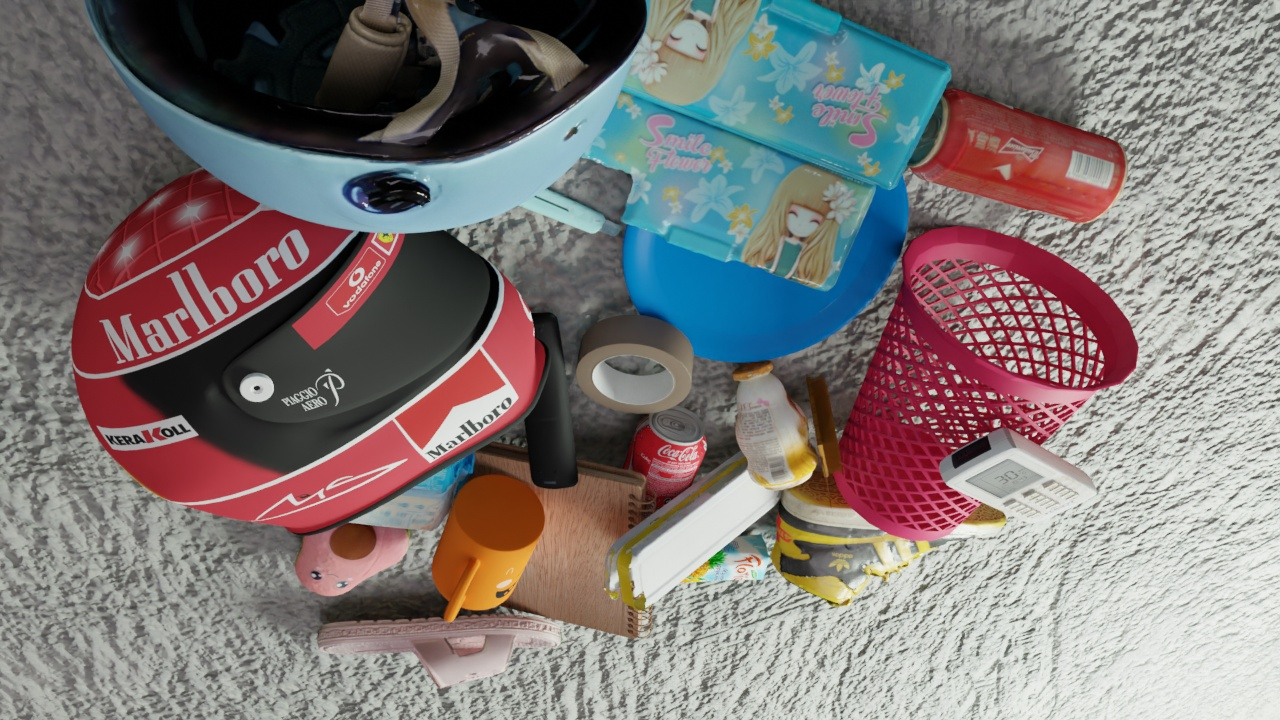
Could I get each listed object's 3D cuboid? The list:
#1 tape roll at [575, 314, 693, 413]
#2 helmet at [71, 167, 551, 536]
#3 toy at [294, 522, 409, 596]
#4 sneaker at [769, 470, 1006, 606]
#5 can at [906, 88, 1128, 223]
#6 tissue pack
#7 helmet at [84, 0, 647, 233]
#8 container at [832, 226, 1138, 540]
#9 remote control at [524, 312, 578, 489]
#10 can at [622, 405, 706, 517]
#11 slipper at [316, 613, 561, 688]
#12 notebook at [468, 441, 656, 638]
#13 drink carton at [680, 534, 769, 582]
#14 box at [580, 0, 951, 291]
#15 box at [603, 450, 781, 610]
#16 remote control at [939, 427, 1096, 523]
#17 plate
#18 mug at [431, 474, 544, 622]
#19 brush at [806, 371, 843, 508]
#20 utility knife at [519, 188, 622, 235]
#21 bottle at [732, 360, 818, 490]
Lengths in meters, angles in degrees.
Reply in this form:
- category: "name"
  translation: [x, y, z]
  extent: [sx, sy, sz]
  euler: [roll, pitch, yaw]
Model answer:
- category: "tape roll"
  translation: [-0.004, 0.004, 0.746]
  extent: [0.094, 0.030, 0.094]
  euler: [5, 142, 3]
- category: "helmet"
  translation: [-0.223, -0.021, 0.595]
  extent: [0.271, 0.197, 0.225]
  euler: [-28, 129, 0]
- category: "toy"
  translation: [-0.264, 0.170, 0.828]
  extent: [0.090, 0.051, 0.110]
  euler: [27, 119, -27]
- category: "sneaker"
  translation: [0.240, 0.182, 0.912]
  extent: [0.238, 0.086, 0.122]
  euler: [8, 113, -12]
- category: "can"
  translation: [0.276, -0.150, 0.679]
  extent: [0.170, 0.067, 0.067]
  euler: [10, 125, -19]
- category: "tissue pack"
  translation: [-0.214, 0.090, 0.769]
  extent: [0.144, 0.061, 0.093]
  euler: [10, 127, -17]
- category: "helmet"
  translation: [-0.137, -0.161, 0.490]
  extent: [0.265, 0.225, 0.167]
  euler: [-10, 156, -22]
- category: "container"
  translation: [0.260, 0.034, 0.766]
  extent: [0.183, 0.183, 0.226]
  euler: [3, 134, -15]
- category: "remote control"
  translation: [-0.079, 0.035, 0.747]
  extent: [0.041, 0.020, 0.152]
  euler: [-1, 107, 15]
- category: "can"
  translation: [0.018, 0.095, 0.820]
  extent: [0.064, 0.064, 0.105]
  euler: [6, 126, -17]
- category: "slipper"
  translation: [-0.199, 0.293, 0.912]
  extent: [0.239, 0.064, 0.094]
  euler: [1, 155, -7]
- category: "notebook"
  translation: [-0.069, 0.170, 0.845]
  extent: [0.169, 0.022, 0.211]
  euler: [11, 129, 12]
- category: "drink carton"
  translation: [0.067, 0.202, 0.931]
  extent: [0.129, 0.038, 0.044]
  euler: [0, 128, -11]
- category: "box"
  translation: [0.072, -0.155, 0.622]
  extent: [0.226, 0.039, 0.182]
  euler: [16, 111, -16]
- category: "box"
  translation: [0.048, 0.140, 0.810]
  extent: [0.209, 0.045, 0.066]
  euler: [-29, 124, -38]
- category: "remote control"
  translation: [0.285, 0.089, 0.690]
  extent: [0.138, 0.025, 0.060]
  euler: [24, 133, -35]
- category: "plate"
  translation: [0.096, -0.094, 0.712]
  extent: [0.224, 0.024, 0.225]
  euler: [-6, 128, -7]
- category: "mug"
  translation: [-0.138, 0.168, 0.779]
  extent: [0.077, 0.112, 0.096]
  euler: [27, 131, 0]
- category: "brush"
  translation: [0.161, 0.071, 0.788]
  extent: [0.017, 0.126, 0.048]
  euler: [-11, 132, 11]
- category: "utility knife"
  translation: [-0.067, -0.115, 0.670]
  extent: [0.120, 0.015, 0.022]
  euler: [19, 90, -26]
- category: "bottle"
  translation: [0.112, 0.055, 0.796]
  extent: [0.063, 0.063, 0.109]
  euler: [-18, 99, 2]
